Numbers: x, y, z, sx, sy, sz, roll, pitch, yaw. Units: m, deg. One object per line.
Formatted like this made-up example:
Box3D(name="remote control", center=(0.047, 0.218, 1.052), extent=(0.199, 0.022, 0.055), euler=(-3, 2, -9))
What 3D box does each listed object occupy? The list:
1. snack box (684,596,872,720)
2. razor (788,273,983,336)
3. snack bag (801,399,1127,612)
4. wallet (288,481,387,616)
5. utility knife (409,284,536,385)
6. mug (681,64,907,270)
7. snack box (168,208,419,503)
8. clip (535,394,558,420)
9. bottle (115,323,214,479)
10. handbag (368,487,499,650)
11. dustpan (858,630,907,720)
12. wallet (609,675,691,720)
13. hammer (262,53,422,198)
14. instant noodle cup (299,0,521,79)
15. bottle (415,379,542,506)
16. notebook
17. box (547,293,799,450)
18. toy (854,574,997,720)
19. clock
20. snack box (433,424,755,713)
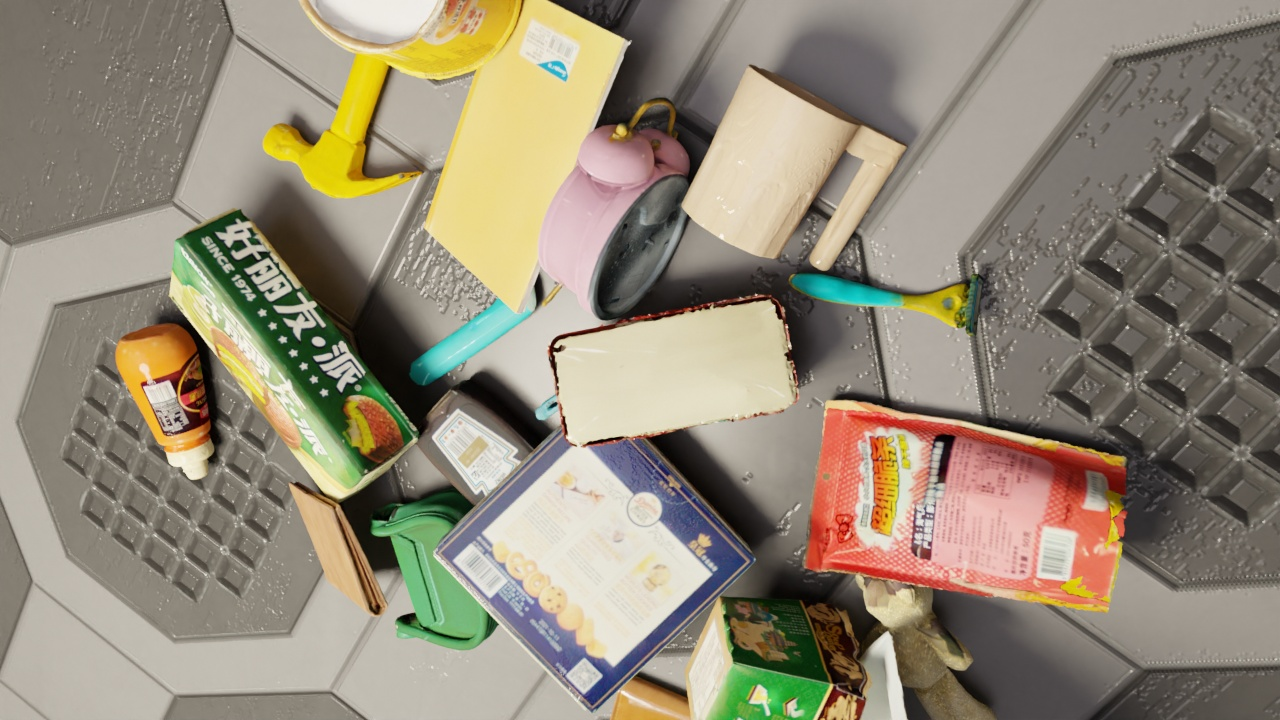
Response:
Box3D(name="snack box", center=(0.095, 0.245, 0.693), extent=(0.105, 0.118, 0.118), euler=(17, 110, -8))
Box3D(name="razor", center=(0.171, -0.047, 0.648), extent=(0.133, 0.028, 0.043), euler=(9, 84, 12))
Box3D(name="snack bag", center=(0.225, 0.103, 0.650), extent=(0.208, 0.073, 0.128), euler=(7, 81, 18))
Box3D(name="wallet", center=(-0.273, 0.167, 0.821), extent=(0.101, 0.020, 0.115), euler=(11, 123, 48))
Box3D(name="utility knife", center=(-0.139, -0.021, 0.765), extent=(0.152, 0.013, 0.029), euler=(-31, 91, 25))
Box3D(name="mug", center=(0.103, -0.127, 0.628), extent=(0.124, 0.084, 0.104), euler=(21, 114, -17))
Box3D(name="snack box", center=(-0.293, 0.001, 0.768), extent=(0.240, 0.063, 0.115), euler=(53, 145, -2))
Box3D(name="clip", center=(-0.063, 0.031, 0.751), extent=(0.057, 0.047, 0.014), euler=(-33, 94, 25))
Box3D(name="bottle", center=(-0.433, 0.043, 0.853), extent=(0.067, 0.066, 0.149), euler=(-2, 112, 18))
Box3D(name="handbag", center=(-0.175, 0.184, 0.804), extent=(0.120, 0.067, 0.131), euler=(-11, 101, 21))
Box3D(name="dustpan", center=(0.134, 0.366, 0.670), extent=(0.143, 0.222, 0.258), euler=(-8, 132, 10))
Box3D(name="wallet", center=(0.031, 0.349, 0.807), extent=(0.131, 0.035, 0.119), euler=(18, 104, 13))
Box3D(name="hammer", center=(-0.193, -0.261, 0.703), extent=(0.129, 0.032, 0.301), euler=(30, 112, 7))
Box3D(name="instant noodle cup", center=(-0.160, -0.261, 0.616), extent=(0.138, 0.109, 0.138), euler=(3, 107, 9))
Box3D(name="bottle", center=(-0.100, 0.106, 0.771), extent=(0.195, 0.044, 0.080), euler=(44, 109, 1))
Box3D(name="notebook", center=(-0.093, -0.158, 0.675), extent=(0.146, 0.010, 0.207), euler=(40, 116, 36))
Box3D(name="box", center=(0.023, 0.010, 0.655), extent=(0.168, 0.080, 0.091), euler=(-11, 91, 3))
Box3D(name="toy", center=(0.219, 0.222, 0.697), extent=(0.157, 0.066, 0.105), euler=(59, 155, -9))
Box3D(name="clock", center=(-0.013, -0.108, 0.646), extent=(0.060, 0.117, 0.159), euler=(34, 114, 18))
Box3D(name="snack box", center=(-0.036, 0.149, 0.726), extent=(0.182, 0.046, 0.178), euler=(-43, 92, 1))
